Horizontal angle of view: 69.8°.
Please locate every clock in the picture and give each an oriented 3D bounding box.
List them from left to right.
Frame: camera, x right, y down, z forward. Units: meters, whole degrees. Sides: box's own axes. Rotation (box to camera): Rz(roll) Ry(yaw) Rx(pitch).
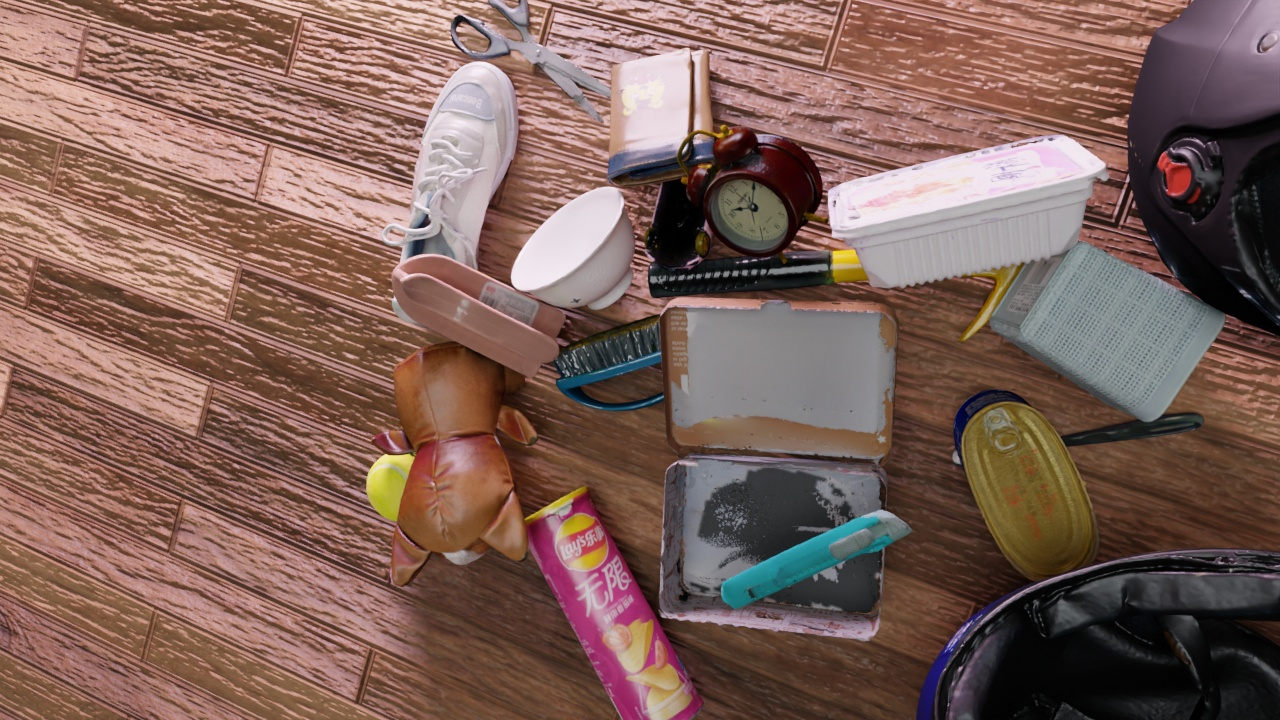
[{"bbox_3d":[0.082,-0.132,0.700,0.122,0.055,0.082,38,142,-5],"label":"clock"}]

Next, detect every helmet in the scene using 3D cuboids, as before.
[{"bbox_3d":[0.345,0.256,0.592,0.316,0.240,0.246,-19,52,22],"label":"helmet"},{"bbox_3d":[0.425,-0.132,0.564,0.233,0.230,0.275,8,95,-10],"label":"helmet"}]

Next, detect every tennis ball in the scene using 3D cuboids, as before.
[{"bbox_3d":[-0.216,0.114,0.838,0.065,0.065,0.065,1,92,16],"label":"tennis ball"}]

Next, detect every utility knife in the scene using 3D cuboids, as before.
[{"bbox_3d":[0.126,0.148,0.679,0.151,0.013,0.029,-29,90,17],"label":"utility knife"}]

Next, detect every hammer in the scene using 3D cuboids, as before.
[{"bbox_3d":[0.154,-0.075,0.743,0.301,0.032,0.129,-2,90,16],"label":"hammer"}]

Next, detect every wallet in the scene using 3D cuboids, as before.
[{"bbox_3d":[0.017,-0.202,0.757,0.090,0.033,0.115,-7,64,17],"label":"wallet"}]

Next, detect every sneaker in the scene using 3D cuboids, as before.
[{"bbox_3d":[-0.173,-0.146,0.802,0.089,0.090,0.242,14,95,14],"label":"sneaker"}]

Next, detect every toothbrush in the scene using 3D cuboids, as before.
[{"bbox_3d":[0.334,0.061,0.707,0.181,0.018,0.015,-11,86,15],"label":"toothbrush"}]

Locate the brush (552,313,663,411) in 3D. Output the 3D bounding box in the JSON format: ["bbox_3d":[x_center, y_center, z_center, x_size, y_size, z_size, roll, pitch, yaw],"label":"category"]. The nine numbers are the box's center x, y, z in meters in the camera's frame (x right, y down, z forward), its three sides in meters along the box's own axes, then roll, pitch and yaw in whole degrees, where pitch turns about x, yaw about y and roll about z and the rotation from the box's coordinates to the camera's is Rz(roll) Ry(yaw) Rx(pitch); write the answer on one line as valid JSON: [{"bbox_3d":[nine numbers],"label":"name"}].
[{"bbox_3d":[-0.005,0.004,0.779,0.144,0.055,0.073,-16,93,15],"label":"brush"}]

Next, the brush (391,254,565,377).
[{"bbox_3d":[-0.135,-0.041,0.755,0.145,0.073,0.063,27,96,-25],"label":"brush"}]

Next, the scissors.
[{"bbox_3d":[-0.098,-0.271,0.818,0.156,0.014,0.168,-12,92,14],"label":"scissors"}]

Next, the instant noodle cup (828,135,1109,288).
[{"bbox_3d":[0.224,-0.102,0.647,0.174,0.137,0.060,-10,111,15],"label":"instant noodle cup"}]

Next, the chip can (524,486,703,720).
[{"bbox_3d":[-0.027,0.216,0.786,0.071,0.071,0.210,-31,85,15],"label":"chip can"}]

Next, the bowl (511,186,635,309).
[{"bbox_3d":[-0.044,-0.082,0.775,0.118,0.118,0.065,-35,122,14],"label":"bowl"}]

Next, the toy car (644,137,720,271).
[{"bbox_3d":[0.040,-0.131,0.764,0.056,0.037,0.122,10,80,24],"label":"toy car"}]

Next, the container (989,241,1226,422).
[{"bbox_3d":[0.324,-0.027,0.654,0.111,0.090,0.090,29,100,-1],"label":"container"}]

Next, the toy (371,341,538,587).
[{"bbox_3d":[-0.155,0.086,0.781,0.140,0.130,0.199,-20,56,12],"label":"toy"}]

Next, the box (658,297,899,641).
[{"bbox_3d":[0.108,0.079,0.724,0.179,0.105,0.260,2,93,16],"label":"box"}]

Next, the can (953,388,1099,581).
[{"bbox_3d":[0.288,0.093,0.689,0.075,0.049,0.148,-26,97,14],"label":"can"}]
